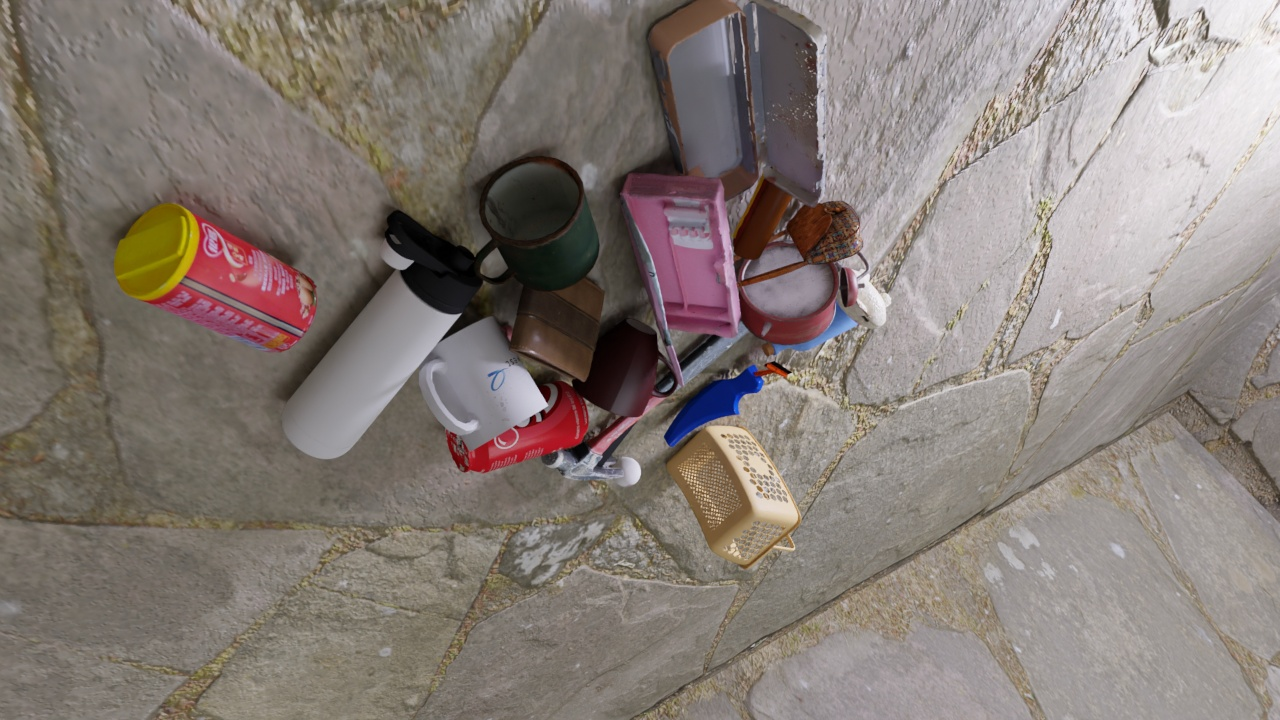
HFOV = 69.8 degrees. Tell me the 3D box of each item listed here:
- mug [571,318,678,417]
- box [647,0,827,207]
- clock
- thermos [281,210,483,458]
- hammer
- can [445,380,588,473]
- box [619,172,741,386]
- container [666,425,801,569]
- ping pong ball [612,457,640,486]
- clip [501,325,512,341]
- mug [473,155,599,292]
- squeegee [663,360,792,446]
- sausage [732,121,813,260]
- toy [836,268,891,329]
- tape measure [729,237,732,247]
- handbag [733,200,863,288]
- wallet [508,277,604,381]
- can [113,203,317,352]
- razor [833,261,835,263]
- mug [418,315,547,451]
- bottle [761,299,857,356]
[{"bbox_3d":[-0.006,0.006,0.999,0.114,0.087,0.088,19,108,-23],"label":"mug"},{"bbox_3d":[0.089,-0.198,0.774,0.115,0.095,0.217,-27,151,-3],"label":"box"},{"bbox_3d":[0.181,-0.081,1.027,0.156,0.110,0.062,-27,150,-10],"label":"clock"},{"bbox_3d":[-0.230,-0.017,0.771,0.101,0.068,0.230,25,118,-42],"label":"thermos"},{"bbox_3d":[0.030,0.041,1.145,0.327,0.036,0.140,-41,149,13],"label":"hammer"},{"bbox_3d":[-0.131,0.071,0.987,0.142,0.074,0.075,-15,146,-30],"label":"can"},{"bbox_3d":[0.036,-0.065,0.884,0.099,0.106,0.233,7,152,13],"label":"box"},{"bbox_3d":[0.148,0.195,1.343,0.129,0.183,0.167,-45,141,21],"label":"container"},{"bbox_3d":[-0.020,0.153,1.257,0.040,0.040,0.040,-24,150,-15],"label":"ping pong ball"},{"bbox_3d":[-0.138,-0.013,0.909,0.044,0.023,0.060,-25,145,-10],"label":"clip"},{"bbox_3d":[-0.089,-0.100,0.751,0.111,0.085,0.081,-44,155,-13],"label":"mug"},{"bbox_3d":[0.108,0.053,1.218,0.185,0.055,0.249,-38,168,9],"label":"squeegee"},{"bbox_3d":[0.132,-0.168,0.912,0.040,0.040,0.156,-8,138,-37],"label":"sausage"},{"bbox_3d":[0.275,-0.077,1.151,0.050,0.087,0.112,-39,-177,41],"label":"toy"},{"bbox_3d":[0.065,-0.115,0.956,0.064,0.016,0.065,-31,151,-3],"label":"tape measure"},{"bbox_3d":[0.137,-0.117,0.981,0.196,0.093,0.043,-22,121,8],"label":"handbag"},{"bbox_3d":[-0.076,-0.040,0.867,0.121,0.027,0.098,28,70,-58],"label":"wallet"},{"bbox_3d":[-0.293,-0.054,0.643,0.067,0.066,0.124,-38,151,8],"label":"can"},{"bbox_3d":[0.209,-0.096,1.128,0.043,0.018,0.141,-4,144,-42],"label":"razor"},{"bbox_3d":[-0.152,0.026,0.828,0.083,0.096,0.119,-30,-179,27],"label":"mug"},{"bbox_3d":[0.217,-0.040,1.190,0.131,0.048,0.048,-26,150,-13],"label":"bottle"}]
